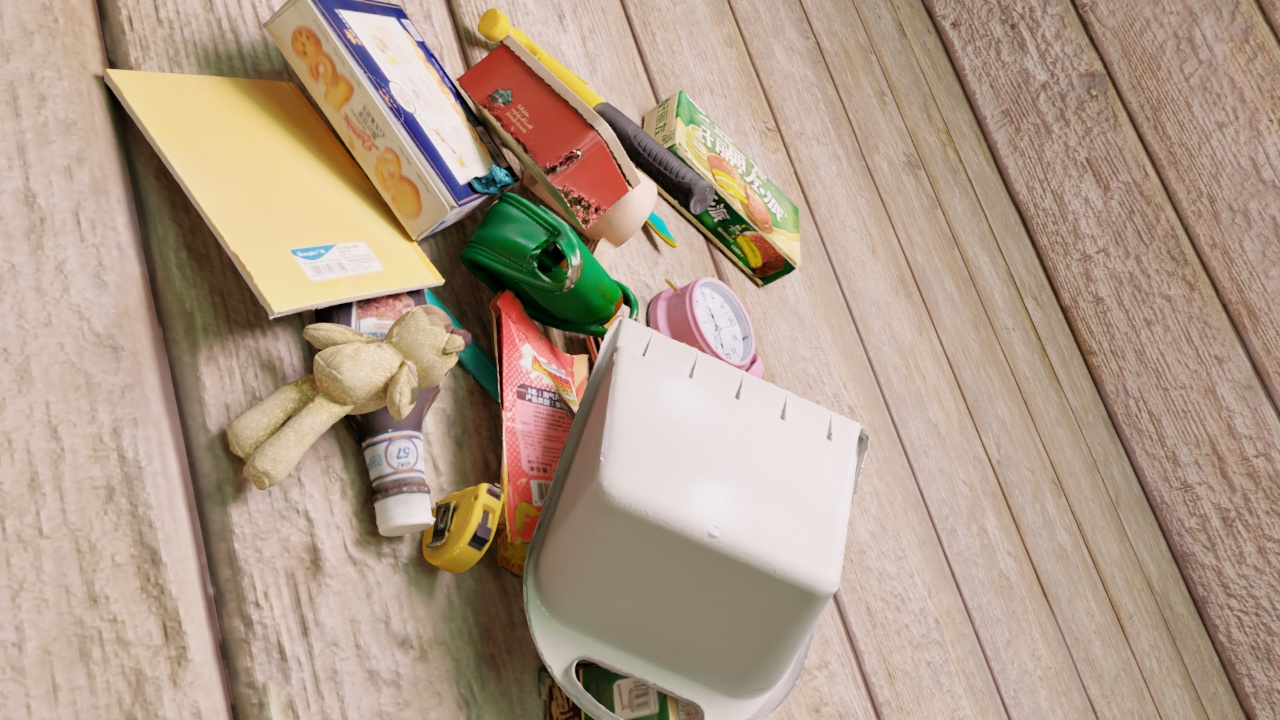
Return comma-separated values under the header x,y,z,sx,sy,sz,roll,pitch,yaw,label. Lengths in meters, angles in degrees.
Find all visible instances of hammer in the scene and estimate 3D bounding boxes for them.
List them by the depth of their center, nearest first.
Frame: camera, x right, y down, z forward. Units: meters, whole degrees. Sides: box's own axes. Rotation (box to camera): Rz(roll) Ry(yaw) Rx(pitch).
x,y,z,sx,sy,sz,roll,pitch,yaw,label
-0.036,-0.232,0.871,0.300,0.033,0.128,46,13,30,hammer

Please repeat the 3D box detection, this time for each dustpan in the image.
x,y,z,sx,sy,sz,roll,pitch,yaw,label
0.034,0.122,0.649,0.222,0.143,0.257,25,29,-3,dustpan

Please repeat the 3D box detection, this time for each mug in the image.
x,y,z,sx,sy,sz,roll,pitch,yaw,label
-0.057,-0.152,0.878,0.103,0.084,0.124,35,69,-31,mug

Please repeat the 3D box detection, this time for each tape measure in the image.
x,y,z,sx,sy,sz,roll,pitch,yaw,label
-0.124,0.112,0.619,0.029,0.060,0.057,37,47,-34,tape measure

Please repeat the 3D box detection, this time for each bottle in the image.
x,y,z,sx,sy,sz,roll,pitch,yaw,label
-0.175,0.021,0.629,0.079,0.044,0.194,3,66,-42,bottle

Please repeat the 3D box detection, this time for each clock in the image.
x,y,z,sx,sy,sz,roll,pitch,yaw,label
0.074,-0.013,0.957,0.117,0.060,0.158,-12,79,-54,clock

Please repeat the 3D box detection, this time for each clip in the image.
x,y,z,sx,sy,sz,roll,pitch,yaw,label
-0.112,-0.139,0.709,0.014,0.047,0.057,58,10,-1,clip

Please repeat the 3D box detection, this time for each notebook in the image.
x,y,z,sx,sy,sz,roll,pitch,yaw,label
-0.241,-0.119,0.619,0.206,0.010,0.145,51,32,12,notebook

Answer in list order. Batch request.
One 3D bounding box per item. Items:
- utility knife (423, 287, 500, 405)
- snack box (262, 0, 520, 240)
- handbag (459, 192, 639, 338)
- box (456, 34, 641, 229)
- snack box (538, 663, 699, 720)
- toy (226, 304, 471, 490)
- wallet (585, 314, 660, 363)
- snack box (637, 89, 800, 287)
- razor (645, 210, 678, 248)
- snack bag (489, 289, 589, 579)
x,y,z,sx,sy,sz,roll,pitch,yaw,label
-0.135,-0.003,0.724,0.151,0.013,0.029,51,38,-19,utility knife
-0.182,-0.194,0.718,0.178,0.046,0.182,56,16,-10,snack box
-0.071,-0.069,0.736,0.068,0.120,0.131,-56,146,-7,handbag
-0.085,-0.188,0.779,0.168,0.080,0.091,49,-2,32,box
0.007,0.262,0.644,0.117,0.106,0.118,19,52,-44,snack box
-0.179,0.020,0.568,0.157,0.105,0.066,-38,138,-26,toy
-0.005,0.005,0.855,0.130,0.035,0.119,17,54,-62,wallet
0.101,-0.205,1.117,0.240,0.063,0.114,38,40,-30,snack box
0.005,-0.180,1.008,0.132,0.028,0.043,63,3,6,razor
-0.074,0.058,0.709,0.128,0.073,0.207,41,35,-51,snack bag
